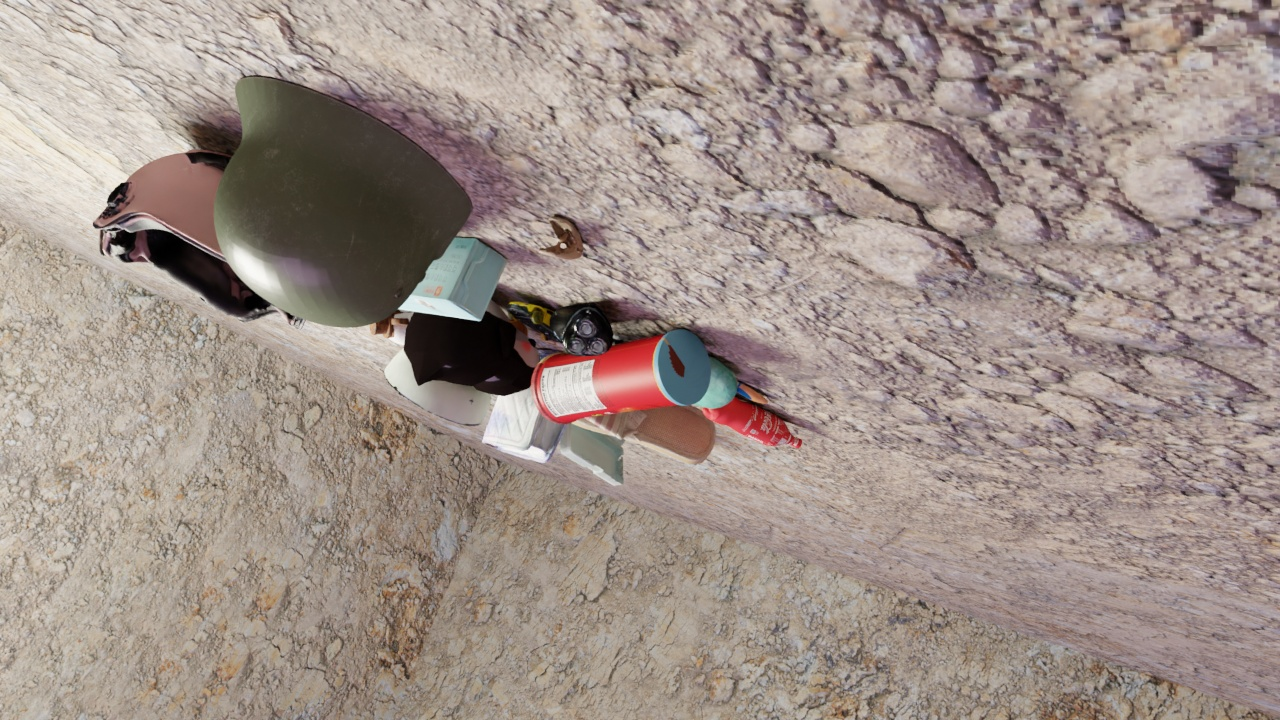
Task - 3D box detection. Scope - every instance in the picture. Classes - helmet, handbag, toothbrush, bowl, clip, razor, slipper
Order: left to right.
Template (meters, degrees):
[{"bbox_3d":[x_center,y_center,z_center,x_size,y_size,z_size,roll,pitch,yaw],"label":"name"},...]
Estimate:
[{"bbox_3d":[-0.453,-0.141,1.010,0.230,0.152,0.256,32,162,-28],"label":"helmet"},{"bbox_3d":[-0.290,-0.114,0.847,0.227,0.153,0.268,20,167,6],"label":"helmet"},{"bbox_3d":[-0.269,0.021,1.274,0.153,0.073,0.153,30,-171,-5],"label":"bowl"},{"bbox_3d":[-0.160,0.064,1.357,0.127,0.158,0.069,7,163,44],"label":"handbag"},{"bbox_3d":[-0.069,-0.099,0.817,0.026,0.060,0.050,18,140,16],"label":"clip"},{"bbox_3d":[-0.074,-0.032,1.033,0.053,0.063,0.141,58,161,-16],"label":"razor"},{"bbox_3d":[-0.014,0.064,1.244,0.263,0.114,0.052,23,148,-11],"label":"slipper"},{"bbox_3d":[0.096,0.023,1.097,0.135,0.017,0.021,23,171,-17],"label":"toothbrush"}]

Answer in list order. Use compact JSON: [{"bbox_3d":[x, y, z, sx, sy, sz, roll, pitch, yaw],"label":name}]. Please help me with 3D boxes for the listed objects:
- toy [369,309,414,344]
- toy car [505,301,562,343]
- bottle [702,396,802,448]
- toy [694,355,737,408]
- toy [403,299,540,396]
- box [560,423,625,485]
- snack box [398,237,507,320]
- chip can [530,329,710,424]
[{"bbox_3d":[-0.306,-0.055,1.237,0.112,0.067,0.087,-1,-179,-33],"label":"toy"},{"bbox_3d":[-0.119,-0.048,1.118,0.049,0.030,0.107,13,166,40],"label":"toy car"},{"bbox_3d":[0.147,0.080,1.181,0.141,0.042,0.042,25,167,-16],"label":"bottle"},{"bbox_3d":[0.070,0.020,1.060,0.085,0.033,0.105,0,142,34],"label":"toy"},{"bbox_3d":[-0.206,-0.005,1.180,0.159,0.140,0.184,7,162,34],"label":"toy"},{"bbox_3d":[-0.067,0.110,1.440,0.044,0.136,0.197,1,159,24],"label":"box"},{"bbox_3d":[-0.228,-0.093,1.011,0.175,0.075,0.053,10,163,44],"label":"snack box"},{"bbox_3d":[-0.027,0.021,1.039,0.087,0.087,0.214,31,152,-36],"label":"chip can"}]
